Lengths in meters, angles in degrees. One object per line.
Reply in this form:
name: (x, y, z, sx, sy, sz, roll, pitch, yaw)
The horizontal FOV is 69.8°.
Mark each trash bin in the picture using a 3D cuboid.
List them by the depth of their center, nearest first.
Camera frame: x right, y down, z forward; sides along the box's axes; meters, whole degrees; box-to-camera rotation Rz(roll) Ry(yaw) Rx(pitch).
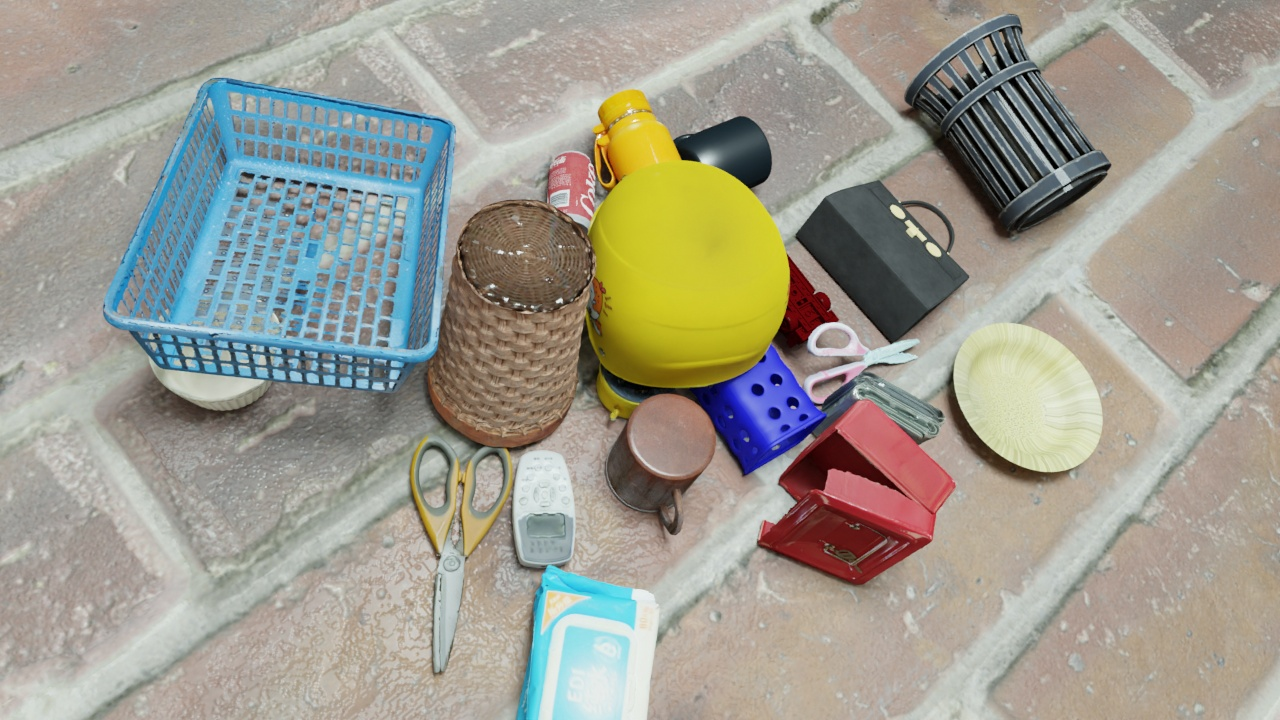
trash bin: (-0.118, -0.030, 0.857, 0.151, 0.211, 0.151, 7, 58, -11)
trash bin: (0.470, -0.293, 1.168, 0.164, 0.165, 0.227, -24, 76, -23)

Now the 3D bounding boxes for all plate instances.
plate: (0.439, 0.047, 1.062, 0.184, 0.036, 0.184, 5, 63, -11)

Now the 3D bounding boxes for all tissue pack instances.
tissue pack: (-0.049, 0.290, 0.812, 0.117, 0.066, 0.208, 12, 61, -9)

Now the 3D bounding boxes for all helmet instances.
helmet: (0.046, -0.100, 0.875, 0.209, 0.140, 0.239, -7, 75, -12)

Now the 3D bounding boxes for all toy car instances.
toy car: (0.144, -0.090, 1.042, 0.070, 0.062, 0.170, -29, 74, -24)

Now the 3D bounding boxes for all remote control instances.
remote control: (-0.094, 0.143, 0.890, 0.060, 0.028, 0.114, 2, 65, -12)

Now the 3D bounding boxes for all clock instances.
clock: (-0.006, 0.006, 0.962, 0.083, 0.057, 0.118, 1, 65, -12)

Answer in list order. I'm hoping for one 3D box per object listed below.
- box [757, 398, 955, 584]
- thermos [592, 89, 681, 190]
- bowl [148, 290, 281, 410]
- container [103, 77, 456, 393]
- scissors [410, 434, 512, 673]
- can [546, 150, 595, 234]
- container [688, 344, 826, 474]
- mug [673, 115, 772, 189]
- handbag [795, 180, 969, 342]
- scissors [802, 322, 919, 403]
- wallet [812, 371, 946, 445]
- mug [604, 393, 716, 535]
box: (0.214, 0.131, 0.902, 0.137, 0.158, 0.126, 28, 57, -2)
thermos: (0.013, -0.193, 1.039, 0.091, 0.076, 0.232, -17, 76, -21)
bowl: (-0.395, -0.003, 0.868, 0.115, 0.063, 0.115, 5, 64, -11)
container: (-0.317, -0.119, 0.875, 0.257, 0.089, 0.361, 7, 45, -14)
scissors: (-0.186, 0.174, 0.859, 0.114, 0.016, 0.228, 13, 62, -9)
can: (-0.079, -0.185, 1.038, 0.054, 0.054, 0.096, 6, 64, -11)
container: (0.120, 0.042, 0.960, 0.084, 0.085, 0.113, -27, 72, -24)
mug: (0.082, -0.243, 1.097, 0.094, 0.085, 0.121, -27, 45, -24)
handbag: (0.322, -0.144, 1.122, 0.195, 0.072, 0.175, -30, 75, -35)
scissors: (0.254, -0.015, 1.030, 0.178, 0.016, 0.101, -16, 113, -24)
wallet: (0.243, 0.065, 0.953, 0.100, 0.132, 0.054, 26, 65, 1)
mug: (0.023, 0.106, 0.894, 0.096, 0.110, 0.123, -13, 68, -14)
